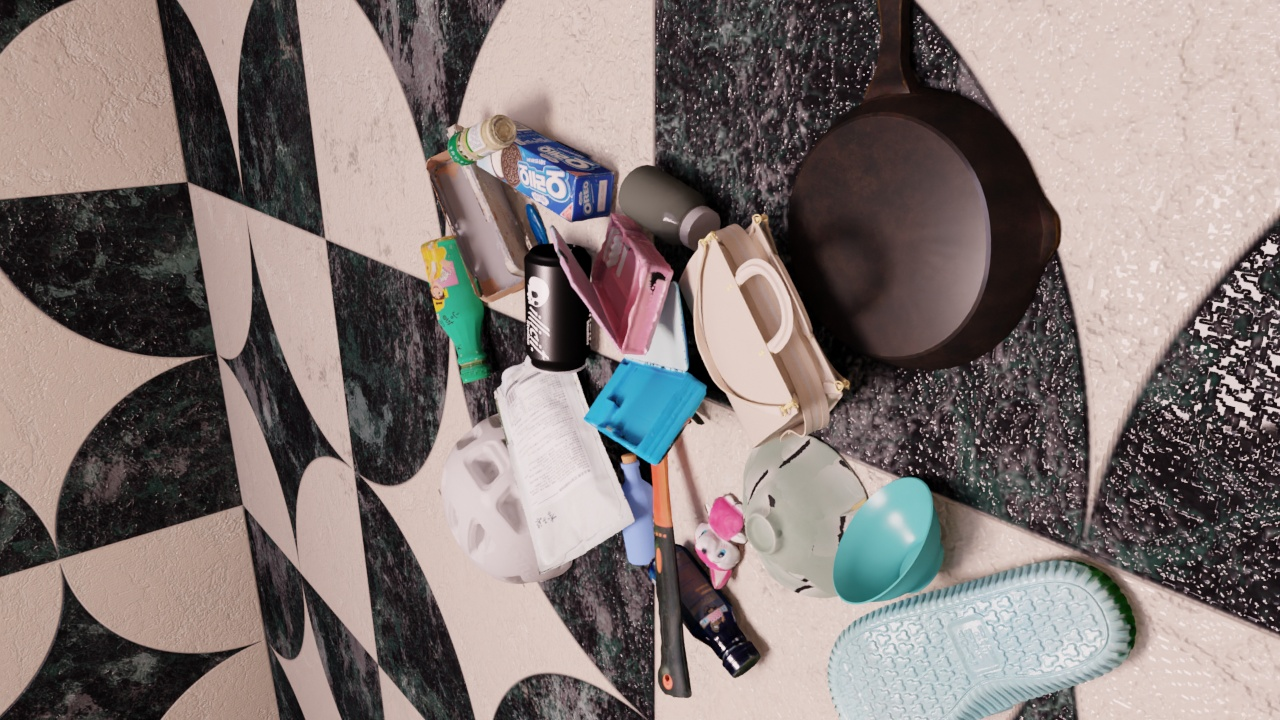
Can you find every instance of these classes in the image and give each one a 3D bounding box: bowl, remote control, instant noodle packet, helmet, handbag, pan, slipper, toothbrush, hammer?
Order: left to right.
[{"bbox_3d":[-0.184,0.202,1.309,0.224,0.183,0.283,58,161,27],"label":"helmet"},{"bbox_3d":[-0.122,-0.139,1.170,0.021,0.016,0.132,-26,79,53],"label":"toothbrush"},{"bbox_3d":[-0.103,0.115,1.149,0.147,0.057,0.269,-35,59,23],"label":"instant noodle packet"},{"bbox_3d":[0.028,0.198,1.013,0.133,0.033,0.333,-17,73,53],"label":"hammer"},{"bbox_3d":[0.067,0.011,0.971,0.141,0.021,0.045,10,109,52],"label":"remote control"},{"bbox_3d":[0.109,-0.029,0.784,0.198,0.101,0.194,97,149,-77],"label":"handbag"},{"bbox_3d":[0.139,0.160,0.892,0.174,0.067,0.174,20,116,47],"label":"bowl"},{"bbox_3d":[0.195,-0.161,0.719,0.249,0.043,0.356,9,110,51],"label":"pan"},{"bbox_3d":[0.222,0.163,0.782,0.046,0.120,0.121,33,142,-12],"label":"bowl"},{"bbox_3d":[0.270,0.238,0.754,0.277,0.069,0.116,-36,72,36],"label":"slipper"}]

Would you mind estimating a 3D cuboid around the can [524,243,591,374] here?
[{"bbox_3d":[-0.100,-0.063,1.112,0.080,0.080,0.146,26,123,45],"label":"can"}]

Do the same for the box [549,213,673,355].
[{"bbox_3d":[-0.045,-0.089,0.923,0.232,0.098,0.099,-114,40,-66],"label":"box"}]

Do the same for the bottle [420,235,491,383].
[{"bbox_3d":[-0.262,-0.073,1.331,0.068,0.068,0.209,-10,94,54],"label":"bottle"}]

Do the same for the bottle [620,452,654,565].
[{"bbox_3d":[-0.003,0.175,1.099,0.048,0.048,0.131,-1,102,53],"label":"bottle"}]

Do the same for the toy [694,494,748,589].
[{"bbox_3d":[0.080,0.196,1.002,0.065,0.050,0.103,45,130,40],"label":"toy"}]

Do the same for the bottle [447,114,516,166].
[{"bbox_3d":[-0.189,-0.263,1.092,0.110,0.042,0.042,-4,99,52],"label":"bottle"}]

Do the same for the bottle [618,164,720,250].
[{"bbox_3d":[0.029,-0.153,0.927,0.108,0.060,0.060,40,131,38],"label":"bottle"}]

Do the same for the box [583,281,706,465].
[{"bbox_3d":[0.009,0.008,0.953,0.244,0.063,0.174,-165,88,-75],"label":"box"}]

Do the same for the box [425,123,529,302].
[{"bbox_3d":[-0.217,-0.188,1.209,0.108,0.094,0.216,-29,79,28],"label":"box"}]

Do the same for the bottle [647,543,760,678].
[{"bbox_3d":[0.071,0.281,1.034,0.160,0.056,0.056,49,137,30],"label":"bottle"}]

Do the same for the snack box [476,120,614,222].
[{"bbox_3d":[-0.119,-0.230,1.094,0.226,0.059,0.060,35,128,41],"label":"snack box"}]
